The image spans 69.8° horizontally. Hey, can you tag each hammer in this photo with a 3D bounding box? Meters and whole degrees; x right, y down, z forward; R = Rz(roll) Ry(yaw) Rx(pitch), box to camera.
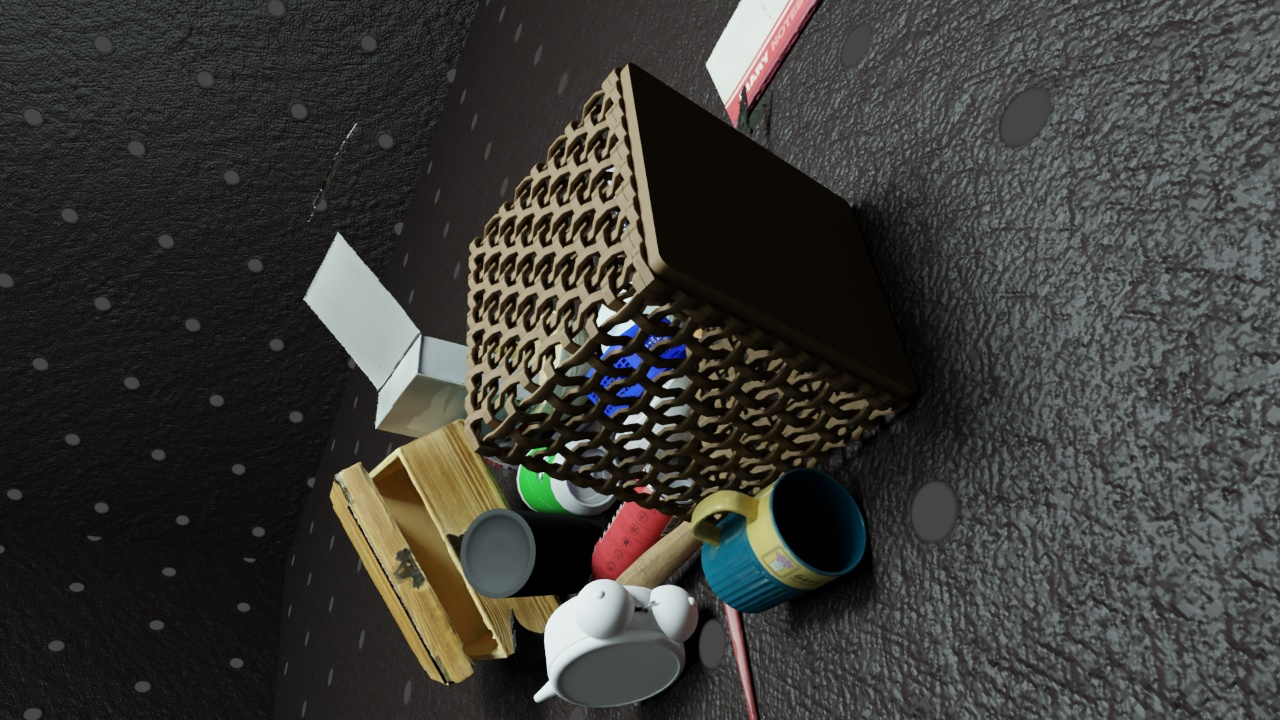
[{"bbox_3d":[-0.014,0.218,0.884,0.306,0.132,0.040,-47,39,31],"label":"hammer"}]

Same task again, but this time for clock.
[{"bbox_3d":[-0.024,0.257,0.846,0.072,0.125,0.161,-104,32,-46],"label":"clock"}]

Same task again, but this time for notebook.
[{"bbox_3d":[0.141,-0.375,0.993,0.209,0.012,0.152,-57,31,35],"label":"notebook"}]

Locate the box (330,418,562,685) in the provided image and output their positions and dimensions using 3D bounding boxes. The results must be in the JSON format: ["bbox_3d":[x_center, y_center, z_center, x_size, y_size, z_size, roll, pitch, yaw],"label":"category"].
[{"bbox_3d":[-0.261,0.248,1.155,0.279,0.167,0.246,60,149,2],"label":"box"}]

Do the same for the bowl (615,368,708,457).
[{"bbox_3d":[0.028,0.055,0.910,0.105,0.054,0.105,-50,3,4],"label":"bowl"}]

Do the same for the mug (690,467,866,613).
[{"bbox_3d":[0.092,0.132,0.693,0.108,0.113,0.083,-46,25,50],"label":"mug"}]

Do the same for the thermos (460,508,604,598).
[{"bbox_3d":[-0.097,0.205,0.972,0.086,0.198,0.086,-6,76,24],"label":"thermos"}]

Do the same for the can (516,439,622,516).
[{"bbox_3d":[-0.085,0.139,1.084,0.140,0.087,0.087,-17,61,61],"label":"can"}]

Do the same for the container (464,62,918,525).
[{"bbox_3d":[0.029,-0.037,0.718,0.215,0.251,0.219,-42,40,35],"label":"container"}]

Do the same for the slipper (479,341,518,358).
[{"bbox_3d":[-0.225,0.020,1.373,0.190,0.081,0.092,-47,-22,-68],"label":"slipper"}]

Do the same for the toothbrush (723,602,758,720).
[{"bbox_3d":[0.079,0.239,0.770,0.016,0.016,0.189,-54,32,39],"label":"toothbrush"}]

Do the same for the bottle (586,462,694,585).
[{"bbox_3d":[-0.007,0.184,0.927,0.177,0.062,0.062,-60,29,29],"label":"bottle"}]

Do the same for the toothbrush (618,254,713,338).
[{"bbox_3d":[0.019,-0.075,1.005,0.184,0.015,0.016,45,122,39],"label":"toothbrush"}]

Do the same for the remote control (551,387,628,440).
[{"bbox_3d":[-0.052,0.059,1.059,0.124,0.009,0.046,-35,12,-7],"label":"remote control"}]

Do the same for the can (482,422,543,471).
[{"bbox_3d":[-0.178,0.086,1.304,0.116,0.086,0.086,-67,26,15],"label":"can"}]

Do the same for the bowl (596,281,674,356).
[{"bbox_3d":[-0.014,-0.042,1.069,0.118,0.061,0.117,-44,39,49],"label":"bowl"}]

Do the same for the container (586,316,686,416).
[{"bbox_3d":[-0.006,0.006,0.972,0.095,0.058,0.114,-38,-8,-45],"label":"container"}]

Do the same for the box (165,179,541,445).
[{"bbox_3d":[-0.355,-0.037,1.133,0.167,0.478,0.118,-41,19,47],"label":"box"}]

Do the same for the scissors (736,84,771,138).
[{"bbox_3d":[0.105,-0.211,0.922,0.154,0.162,0.013,49,159,22],"label":"scissors"}]

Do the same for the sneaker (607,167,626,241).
[{"bbox_3d":[0.041,-0.140,0.994,0.269,0.103,0.132,41,136,51],"label":"sneaker"}]

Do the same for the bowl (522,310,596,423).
[{"bbox_3d":[-0.102,0.016,1.202,0.151,0.075,0.150,-40,43,50],"label":"bowl"}]
